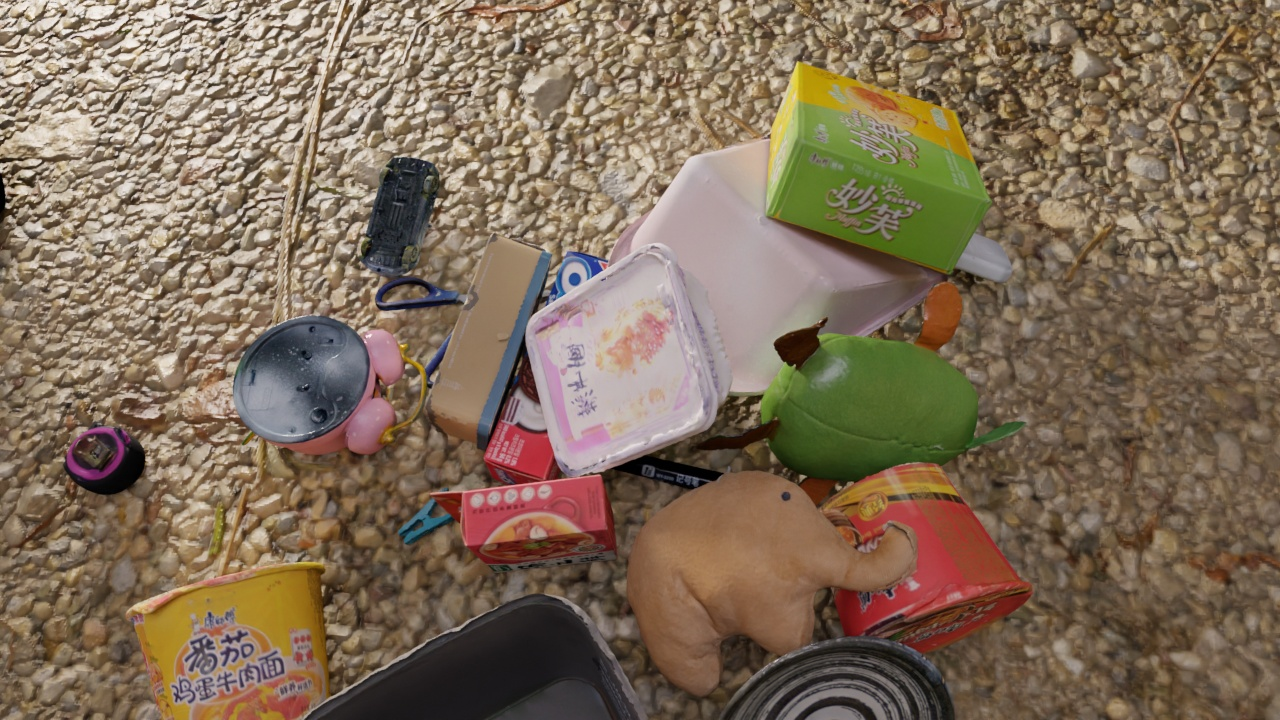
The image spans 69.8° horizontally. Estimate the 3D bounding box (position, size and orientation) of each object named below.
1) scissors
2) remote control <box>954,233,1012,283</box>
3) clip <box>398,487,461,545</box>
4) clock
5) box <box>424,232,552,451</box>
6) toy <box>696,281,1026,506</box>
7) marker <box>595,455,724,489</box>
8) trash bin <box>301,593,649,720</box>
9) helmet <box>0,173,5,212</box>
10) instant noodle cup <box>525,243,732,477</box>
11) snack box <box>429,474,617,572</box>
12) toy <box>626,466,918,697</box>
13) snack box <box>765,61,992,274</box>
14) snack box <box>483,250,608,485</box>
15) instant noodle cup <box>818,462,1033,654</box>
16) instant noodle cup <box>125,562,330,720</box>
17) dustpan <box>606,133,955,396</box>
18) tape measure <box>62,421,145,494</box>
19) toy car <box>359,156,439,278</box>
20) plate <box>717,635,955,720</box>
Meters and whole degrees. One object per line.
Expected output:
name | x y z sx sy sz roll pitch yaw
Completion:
scissors | -0.164 -0.049 0.841 0.162 0.012 0.175 14 66 8
remote control | 0.260 -0.105 0.807 0.136 0.020 0.055 18 35 -9
clip | -0.175 0.132 0.762 0.055 0.013 0.038 -39 69 -12
clock | -0.262 0.025 0.789 0.158 0.060 0.117 0 65 5
box | -0.128 -0.010 0.773 0.059 0.090 0.184 16 73 -4
toy | 0.168 0.037 0.698 0.246 0.227 0.090 13 33 -30
marker | 0.013 0.090 0.766 0.132 0.020 0.022 13 38 10
trash bin | -0.074 0.283 0.577 0.198 0.220 0.199 -27 67 -8
helmet | -0.730 -0.195 0.821 0.274 0.230 0.233 -15 52 -5
instant noodle cup | -0.004 0.004 0.690 0.060 0.174 0.138 -5 74 -43
snack box | -0.085 0.129 0.703 0.127 0.113 0.044 -7 67 1
toy | 0.080 0.144 0.652 0.227 0.082 0.143 -35 69 32
snack box | 0.193 -0.170 0.775 0.157 0.070 0.209 17 34 -2
snack box | -0.069 0.008 0.786 0.057 0.058 0.207 17 68 7
instant noodle cup | 0.197 0.148 0.674 0.138 0.138 0.108 -17 58 -4
instant noodle cup | -0.292 0.220 0.670 0.138 0.138 0.109 -16 74 -4
dustpan | 0.106 -0.083 0.808 0.272 0.139 0.222 -14 55 -49
tape measure | -0.459 0.084 0.785 0.058 0.039 0.057 25 70 13
toy car | -0.226 -0.136 0.871 0.054 0.037 0.120 11 77 7
plate | 0.129 0.261 0.631 0.179 0.024 0.179 -3 110 -8
